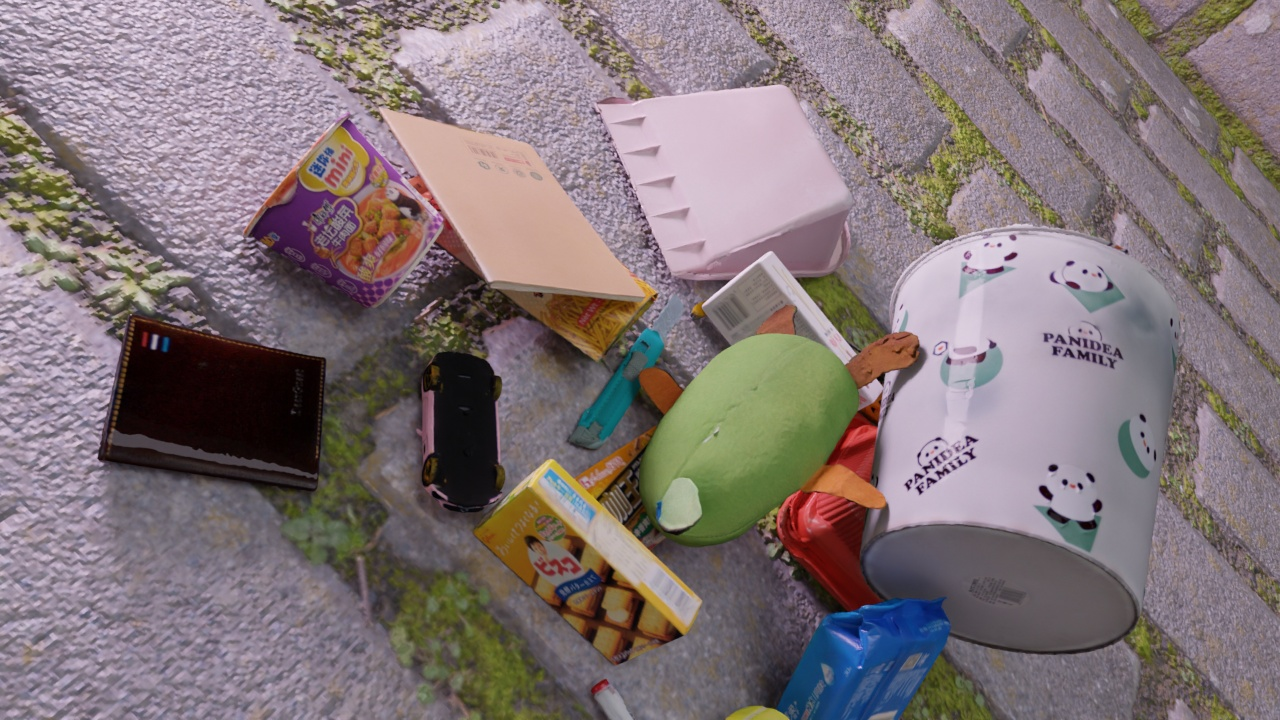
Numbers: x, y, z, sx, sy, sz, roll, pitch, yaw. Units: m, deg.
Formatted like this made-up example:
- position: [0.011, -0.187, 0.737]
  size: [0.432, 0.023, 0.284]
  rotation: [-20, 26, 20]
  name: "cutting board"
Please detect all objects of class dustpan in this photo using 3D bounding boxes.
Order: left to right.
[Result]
- position: [0.104, -0.167, 0.957]
  size: [0.273, 0.139, 0.222]
  rotation: [-14, 66, -12]
  name: "dustpan"

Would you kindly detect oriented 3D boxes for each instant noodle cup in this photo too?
- position: [-0.199, -0.096, 0.632]
  size: [0.099, 0.112, 0.111]
  rotation: [42, 45, -21]
  name: "instant noodle cup"
- position: [0.221, 0.138, 0.808]
  size: [0.164, 0.079, 0.188]
  rotation: [44, 50, -1]
  name: "instant noodle cup"

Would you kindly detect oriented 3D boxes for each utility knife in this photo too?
- position: [-0.005, 0.004, 0.770]
  size: [0.029, 0.013, 0.204]
  rotation: [41, 46, -9]
  name: "utility knife"

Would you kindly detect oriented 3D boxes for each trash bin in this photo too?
- position: [0.283, 0.066, 0.701]
  size: [0.229, 0.230, 0.251]
  rotation: [34, 56, -14]
  name: "trash bin"

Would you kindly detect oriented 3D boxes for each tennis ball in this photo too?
- position: [0.080, 0.270, 0.625]
  size: [0.065, 0.066, 0.065]
  rotation: [19, 53, -27]
  name: "tennis ball"

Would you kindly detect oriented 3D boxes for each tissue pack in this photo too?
- position: [0.156, 0.227, 0.661]
  size: [0.094, 0.157, 0.052]
  rotation: [1, 31, -34]
  name: "tissue pack"

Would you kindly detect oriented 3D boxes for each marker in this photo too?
- position: [0.013, 0.276, 0.606]
  size: [0.017, 0.017, 0.145]
  rotation: [-28, 81, -44]
  name: "marker"

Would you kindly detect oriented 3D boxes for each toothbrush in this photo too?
- position: [0.107, -0.069, 0.902]
  size: [0.190, 0.018, 0.016]
  rotation: [-25, 81, -46]
  name: "toothbrush"

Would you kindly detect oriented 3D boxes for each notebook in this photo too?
- position: [-0.099, -0.119, 0.702]
  size: [0.147, 0.008, 0.207]
  rotation: [2, 43, -45]
  name: "notebook"

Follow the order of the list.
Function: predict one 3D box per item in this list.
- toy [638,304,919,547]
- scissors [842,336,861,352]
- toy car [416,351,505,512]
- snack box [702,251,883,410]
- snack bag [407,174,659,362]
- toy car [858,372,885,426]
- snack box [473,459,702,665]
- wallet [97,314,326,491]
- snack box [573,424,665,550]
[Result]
- position: [0.088, 0.047, 0.688]
  size: [0.227, 0.090, 0.246]
  rotation: [25, 56, 38]
  name: "toy"
- position: [0.250, 0.010, 0.919]
  size: [0.174, 0.014, 0.159]
  rotation: [42, 12, 23]
  name: "scissors"
- position: [-0.125, 0.049, 0.634]
  size: [0.056, 0.037, 0.122]
  rotation: [10, 54, -26]
  name: "toy car"
- position: [0.132, -0.012, 0.810]
  size: [0.157, 0.085, 0.026]
  rotation: [51, 45, -1]
  name: "snack box"
- position: [-0.087, -0.091, 0.746]
  size: [0.208, 0.073, 0.128]
  rotation: [41, 46, 2]
  name: "snack bag"
- position: [0.242, 0.046, 0.891]
  size: [0.156, 0.071, 0.041]
  rotation: [35, 90, -10]
  name: "toy car"
- position: [-0.036, 0.137, 0.609]
  size: [0.140, 0.087, 0.033]
  rotation: [46, 45, -4]
  name: "snack box"
- position: [-0.257, 0.027, 0.565]
  size: [0.122, 0.020, 0.096]
  rotation: [15, 54, -32]
  name: "wallet"
- position: [0.014, 0.095, 0.717]
  size: [0.153, 0.026, 0.075]
  rotation: [-28, 80, -44]
  name: "snack box"
